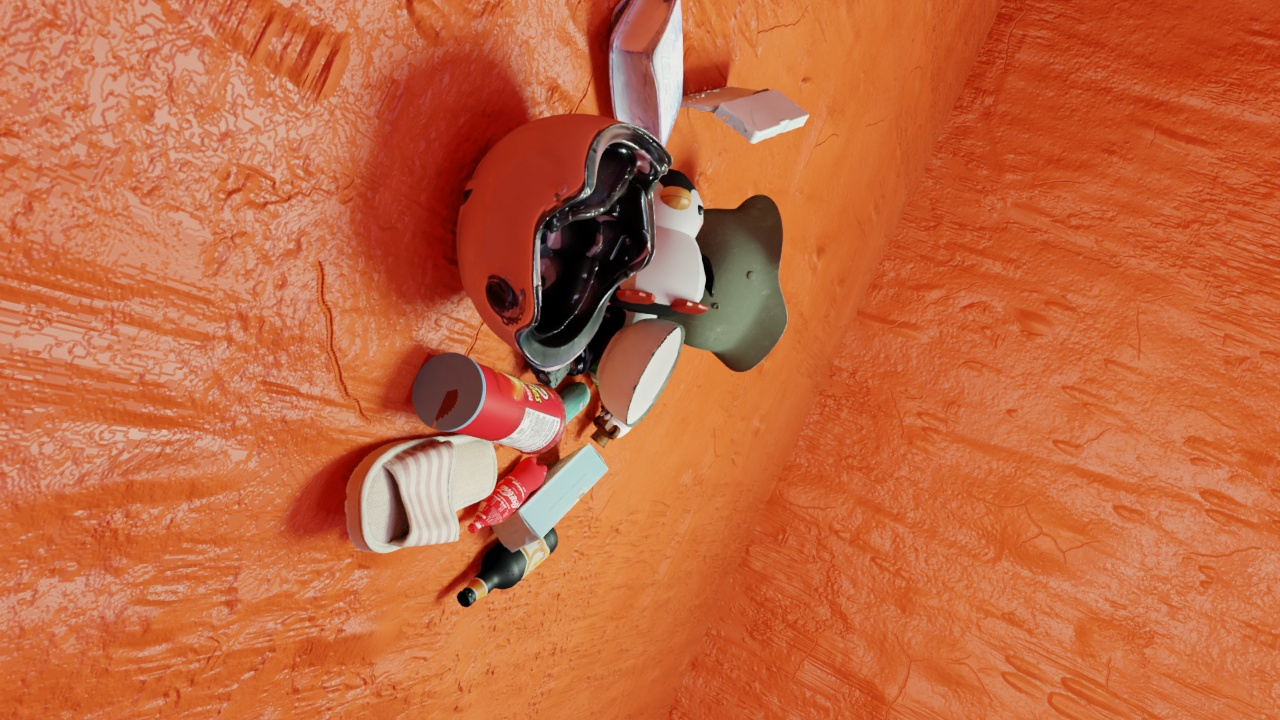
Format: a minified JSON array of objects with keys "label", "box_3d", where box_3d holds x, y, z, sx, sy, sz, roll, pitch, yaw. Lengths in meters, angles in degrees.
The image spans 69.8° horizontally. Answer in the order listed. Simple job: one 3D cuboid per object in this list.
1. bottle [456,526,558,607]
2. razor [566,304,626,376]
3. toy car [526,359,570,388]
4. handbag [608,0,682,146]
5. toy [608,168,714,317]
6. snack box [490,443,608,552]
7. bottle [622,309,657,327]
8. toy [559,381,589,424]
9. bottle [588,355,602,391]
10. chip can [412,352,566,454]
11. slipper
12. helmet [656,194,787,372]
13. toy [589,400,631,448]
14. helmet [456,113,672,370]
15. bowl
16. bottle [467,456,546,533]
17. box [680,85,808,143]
[{"label":"bottle","box_3d":[-0.186,0.282,1.260,0.181,0.059,0.059,-34,143,-54]},{"label":"razor","box_3d":[-0.065,-0.034,1.206,0.140,0.053,0.064,-50,161,-38]},{"label":"toy car","box_3d":[-0.117,-0.017,1.109,0.056,0.044,0.120,-52,153,-31]},{"label":"handbag","box_3d":[0.009,-0.332,1.036,0.159,0.069,0.126,80,26,-58]},{"label":"toy","box_3d":[0.020,-0.153,1.184,0.140,0.159,0.184,168,-69,-68]},{"label":"snack box","box_3d":[-0.124,0.189,1.274,0.075,0.053,0.174,-32,-173,43]},{"label":"bottle","box_3d":[0.003,-0.084,1.293,0.052,0.052,0.196,-34,148,-54]},{"label":"toy","box_3d":[-0.100,0.069,1.272,0.105,0.033,0.085,-45,162,-45]},{"label":"bottle","box_3d":[-0.055,0.012,1.300,0.043,0.043,0.111,-58,161,-17]},{"label":"chip can","box_3d":[-0.162,0.052,1.021,0.087,0.087,0.213,-64,159,-2]},{"label":"slipper","box_3d":[-0.214,0.135,0.976,0.262,0.052,0.115,-18,102,-69]},{"label":"helmet","box_3d":[0.102,-0.122,1.331,0.153,0.226,0.268,8,124,-26]},{"label":"toy","box_3d":[-0.035,0.076,1.375,0.067,0.087,0.112,42,85,-29]},{"label":"helmet","box_3d":[-0.090,-0.122,0.899,0.229,0.152,0.256,-45,154,-48]},{"label":"bowl","box_3d":[-0.007,0.007,1.224,0.153,0.073,0.154,-56,165,-25]},{"label":"bottle","box_3d":[-0.175,0.177,1.193,0.141,0.042,0.042,-43,151,-45]},{"label":"box","box_3d":[0.137,-0.340,1.227,0.196,0.136,0.044,-33,148,-55]}]
